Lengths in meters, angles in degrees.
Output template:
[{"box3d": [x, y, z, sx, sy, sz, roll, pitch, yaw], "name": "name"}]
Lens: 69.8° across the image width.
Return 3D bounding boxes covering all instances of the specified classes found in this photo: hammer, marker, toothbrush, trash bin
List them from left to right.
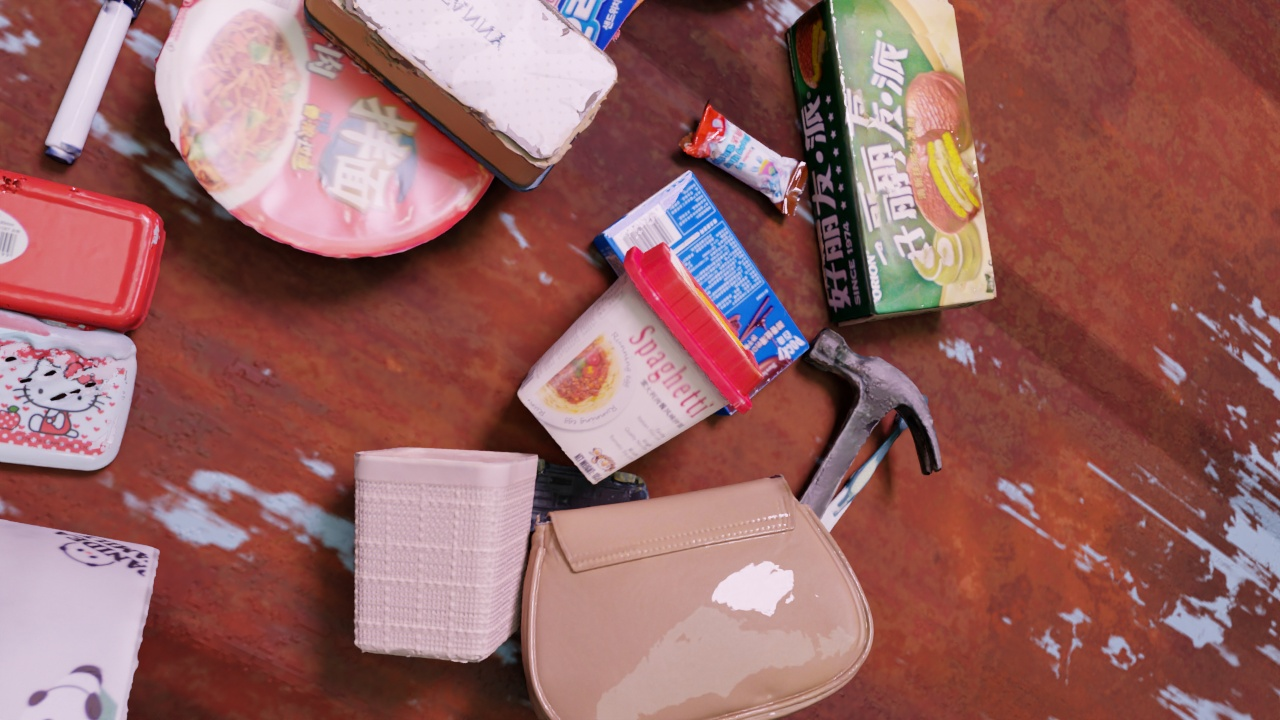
[{"box3d": [-0.359, 0.156, 0.383, 0.251, 0.230, 0.229, 13, 81, -27], "name": "trash bin"}, {"box3d": [-0.310, -0.174, 0.529, 0.022, 0.018, 0.130, 20, 78, -29], "name": "marker"}, {"box3d": [0.105, 0.140, 0.652, 0.126, 0.032, 0.322, 32, 77, 2], "name": "hammer"}, {"box3d": [0.160, 0.096, 0.698, 0.016, 0.018, 0.191, 46, 74, -10], "name": "toothbrush"}]

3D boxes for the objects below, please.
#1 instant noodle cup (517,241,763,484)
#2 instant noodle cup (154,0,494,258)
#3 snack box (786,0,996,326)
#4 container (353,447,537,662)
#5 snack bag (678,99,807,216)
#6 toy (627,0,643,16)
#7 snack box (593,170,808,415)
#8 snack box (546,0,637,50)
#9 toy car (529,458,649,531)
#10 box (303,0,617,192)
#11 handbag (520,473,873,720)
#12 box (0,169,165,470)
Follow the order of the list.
[{"box3d": [-0.003, 0.003, 0.580, 0.124, 0.116, 0.116, -37, 100, 9], "name": "instant noodle cup"}, {"box3d": [-0.180, -0.152, 0.554, 0.193, 0.066, 0.193, 2, 86, -23], "name": "instant noodle cup"}, {"box3d": [0.191, -0.152, 0.703, 0.114, 0.063, 0.240, -7, 89, -21], "name": "snack box"}, {"box3d": [-0.114, 0.110, 0.537, 0.090, 0.090, 0.111, 3, 88, 8], "name": "container"}, {"box3d": [0.078, -0.149, 0.678, 0.105, 0.026, 0.045, 27, 73, -20], "name": "snack bag"}, {"box3d": [0.018, -0.342, 0.635, 0.246, 0.090, 0.227, 25, 93, -24], "name": "toy"}, {"box3d": [0.045, -0.047, 0.656, 0.084, 0.026, 0.157, -39, 100, -19], "name": "snack box"}, {"box3d": [-0.015, -0.261, 0.581, 0.057, 0.058, 0.208, 32, 106, -20], "name": "snack box"}, {"box3d": [-0.045, 0.092, 0.606, 0.105, 0.031, 0.049, 11, 85, -18], "name": "toy car"}, {"box3d": [-0.096, -0.179, 0.525, 0.184, 0.060, 0.089, 41, 73, -16], "name": "box"}, {"box3d": [0.028, 0.155, 0.561, 0.204, 0.100, 0.147, -7, 67, -12], "name": "handbag"}, {"box3d": [-0.373, -0.030, 0.482, 0.200, 0.038, 0.157, 12, 82, -22], "name": "box"}]
